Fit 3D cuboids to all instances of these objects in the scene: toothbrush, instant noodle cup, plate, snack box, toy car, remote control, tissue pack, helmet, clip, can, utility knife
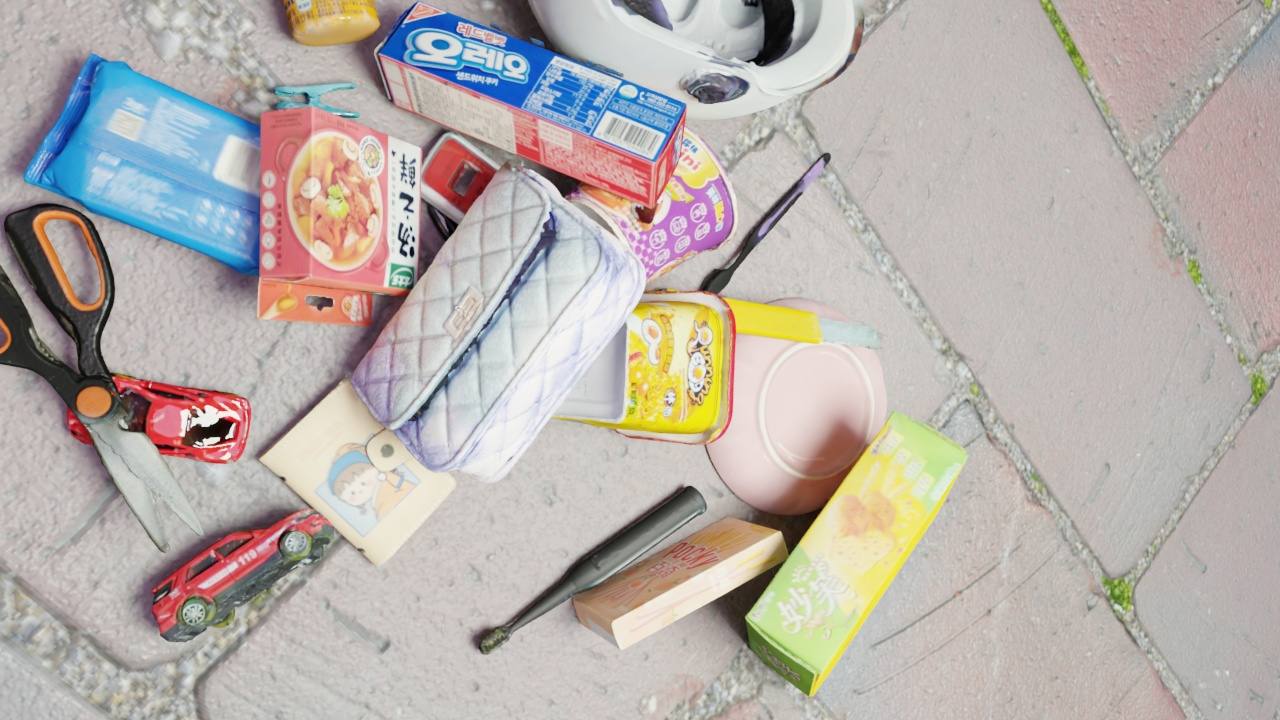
[{"bbox_3d":[-0.106,-0.042,0.692,0.015,0.018,0.181,-35,104,-13],"label":"toothbrush"},{"bbox_3d":[-0.036,0.165,0.725,0.212,0.027,0.026,-31,67,-21],"label":"toothbrush"},{"bbox_3d":[-0.004,0.004,0.670,0.123,0.116,0.116,1,91,-54],"label":"instant noodle cup"},{"bbox_3d":[0.144,0.042,0.800,0.192,0.039,0.192,-1,92,-25],"label":"plate"},{"bbox_3d":[-0.073,-0.174,0.622,0.207,0.058,0.057,23,68,8],"label":"snack box"},{"bbox_3d":[-0.261,0.136,0.603,0.120,0.053,0.045,-32,80,-17],"label":"toy car"},{"bbox_3d":[-0.102,-0.110,0.683,0.136,0.020,0.055,36,65,-22],"label":"remote control"},{"bbox_3d":[-0.287,-0.118,0.582,0.157,0.052,0.095,22,80,-25],"label":"tissue pack"},{"bbox_3d":[0.021,-0.271,0.666,0.258,0.146,0.228,16,68,-30],"label":"helmet"},{"bbox_3d":[-0.223,-0.179,0.632,0.056,0.014,0.040,-8,95,-24],"label":"clip"},{"bbox_3d":[0.000,-0.108,0.680,0.099,0.112,0.111,-39,107,-28],"label":"instant noodle cup"},{"bbox_3d":[-0.192,-0.087,0.598,0.113,0.044,0.127,-1,93,-69],"label":"snack box"},{"bbox_3d":[0.110,-0.119,0.795,0.188,0.017,0.014,-49,122,-19],"label":"toothbrush"},{"bbox_3d":[0.031,0.172,0.726,0.157,0.085,0.026,-23,98,-23],"label":"snack box"},{"bbox_3d":[-0.218,-0.287,0.605,0.058,0.058,0.146,-16,98,-24],"label":"can"},{"bbox_3d":[-0.308,0.038,0.590,0.106,0.031,0.049,13,85,-23],"label":"toy car"},{"bbox_3d":[0.173,0.162,0.752,0.070,0.158,0.209,34,73,21],"label":"snack box"},{"bbox_3d":[0.104,-0.030,0.762,0.206,0.015,0.033,9,90,-8],"label":"utility knife"}]

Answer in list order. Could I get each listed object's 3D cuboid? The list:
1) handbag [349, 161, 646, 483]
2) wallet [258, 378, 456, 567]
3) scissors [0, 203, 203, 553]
[{"bbox_3d":[-0.098,-0.026,0.607,0.194,0.134,0.075,-53,145,5],"label":"handbag"},{"bbox_3d":[-0.195,0.077,0.650,0.087,0.024,0.115,-45,108,-12],"label":"wallet"},{"bbox_3d":[-0.350,0.019,0.555,0.162,0.022,0.233,-6,86,-16],"label":"scissors"}]
